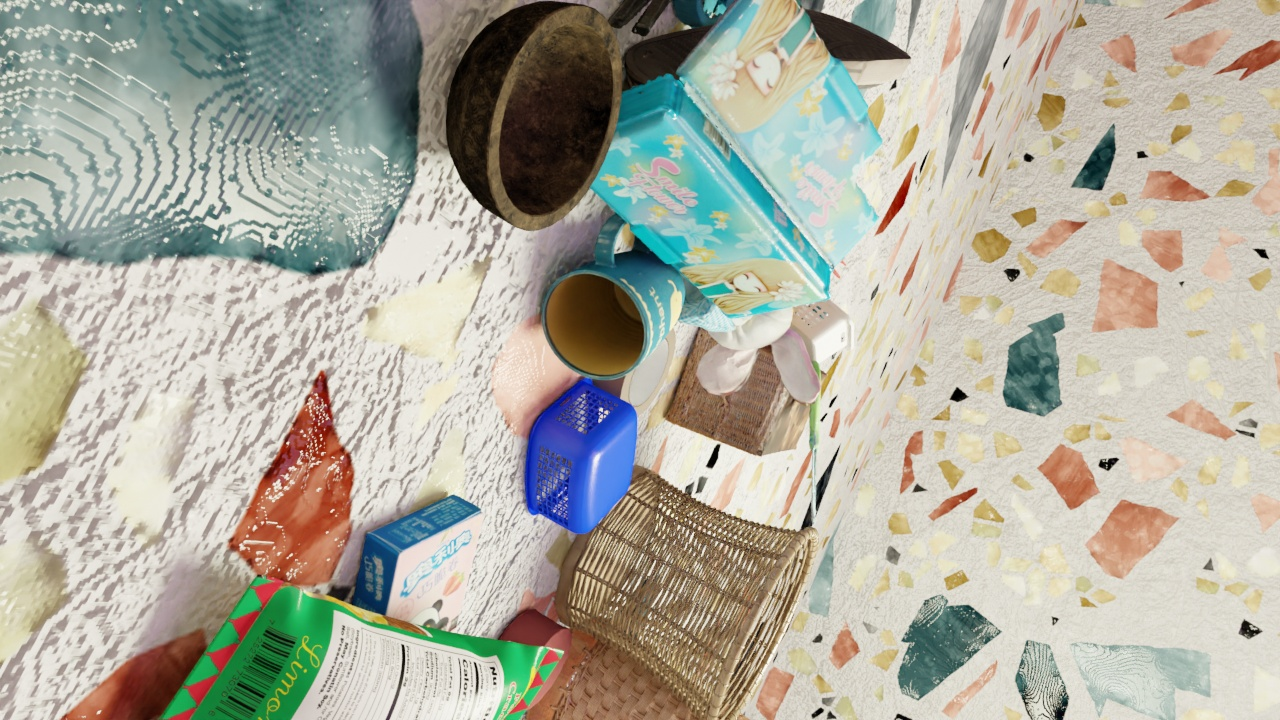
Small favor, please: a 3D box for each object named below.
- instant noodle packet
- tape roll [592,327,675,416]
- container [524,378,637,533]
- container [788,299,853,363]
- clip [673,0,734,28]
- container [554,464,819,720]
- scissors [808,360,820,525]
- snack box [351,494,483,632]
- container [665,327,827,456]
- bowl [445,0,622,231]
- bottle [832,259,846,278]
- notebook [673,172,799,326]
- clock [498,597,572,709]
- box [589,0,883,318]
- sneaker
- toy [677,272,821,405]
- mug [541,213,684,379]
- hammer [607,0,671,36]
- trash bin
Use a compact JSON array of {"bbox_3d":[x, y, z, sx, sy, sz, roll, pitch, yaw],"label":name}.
[{"bbox_3d":[-0.178,0.238,0.555,0.195,0.090,0.252,-56,138,-1],"label":"instant noodle packet"},{"bbox_3d":[-0.005,0.005,0.820,0.093,0.030,0.094,-48,152,-36],"label":"tape roll"},{"bbox_3d":[-0.046,0.084,0.772,0.095,0.058,0.114,-42,148,-44],"label":"container"},{"bbox_3d":[0.189,-0.054,1.086,0.049,0.129,0.081,-41,153,-8],"label":"container"},{"bbox_3d":[0.049,-0.248,0.693,0.113,0.028,0.127,-62,159,-14],"label":"clip"},{"bbox_3d":[0.046,0.234,0.949,0.226,0.196,0.227,-48,152,-36],"label":"container"},{"bbox_3d":[0.178,0.084,0.944,0.072,0.033,0.175,77,13,-64],"label":"scissors"},{"bbox_3d":[-0.162,0.176,0.639,0.087,0.033,0.154,-19,130,-60],"label":"snack box"},{"bbox_3d":[0.127,0.036,1.040,0.198,0.113,0.114,4,109,-68],"label":"container"},{"bbox_3d":[-0.066,-0.138,0.502,0.121,0.056,0.121,-48,152,-36],"label":"bowl"},{"bbox_3d":[0.184,-0.136,1.006,0.110,0.099,0.099,-34,143,-37],"label":"bottle"},{"bbox_3d":[0.106,-0.128,0.847,0.208,0.022,0.172,-21,136,-28],"label":"notebook"},{"bbox_3d":[-0.110,0.282,0.851,0.124,0.044,0.087,-32,141,-53],"label":"clock"},{"bbox_3d":[0.076,-0.121,0.623,0.181,0.073,0.227,-31,137,20],"label":"box"},{"bbox_3d":[0.094,-0.186,0.693,0.234,0.095,0.120,-23,143,-25],"label":"sneaker"},{"bbox_3d":[0.077,-0.051,0.818,0.205,0.131,0.105,43,58,-42],"label":"toy"},{"bbox_3d":[-0.012,-0.055,0.684,0.104,0.084,0.112,-39,136,-59],"label":"mug"},{"bbox_3d":[-0.048,-0.251,0.465,0.329,0.033,0.132,-20,131,-59],"label":"hammer"},{"bbox_3d":[0.002,0.395,1.000,0.150,0.210,0.151,-47,151,-37],"label":"trash bin"}]
